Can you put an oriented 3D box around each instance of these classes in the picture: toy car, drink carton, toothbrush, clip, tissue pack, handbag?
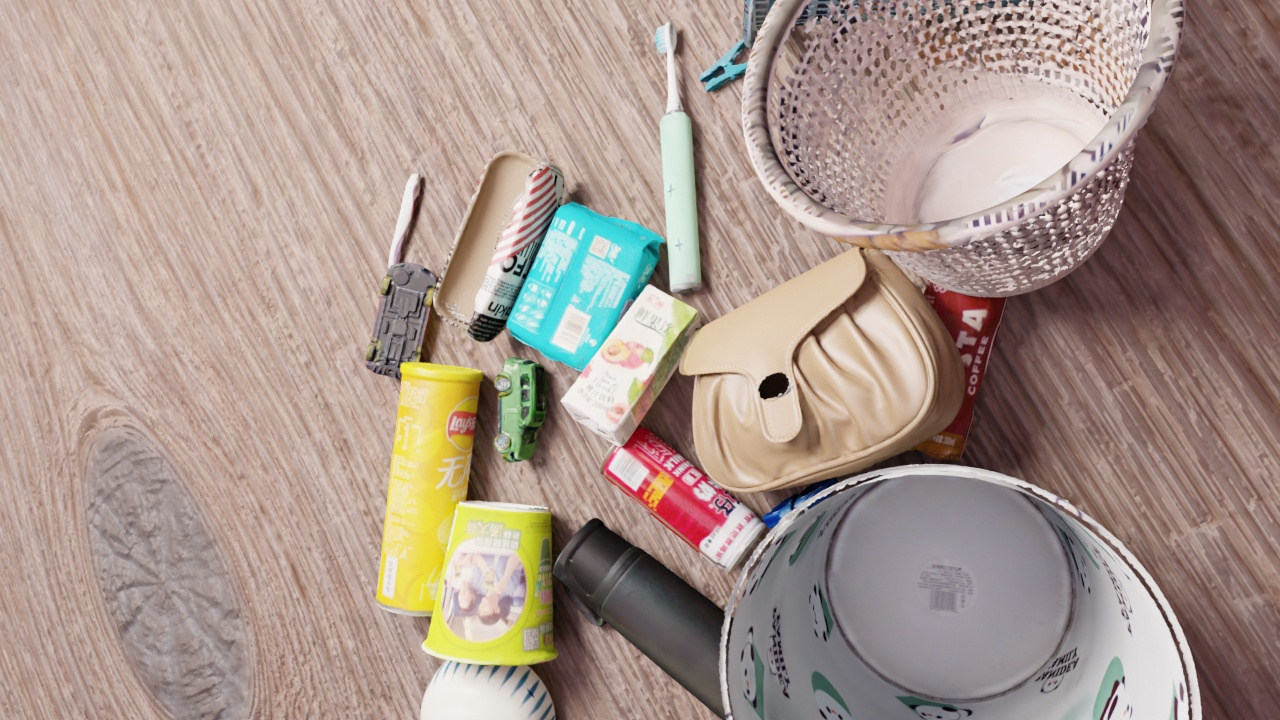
[{"bbox_3d":[-0.215,-0.036,0.831,0.049,0.031,0.106,12,97,-10],"label":"toy car"},{"bbox_3d":[-0.004,0.004,0.734,0.053,0.045,0.122,29,72,22],"label":"drink carton"},{"bbox_3d":[0.030,-0.167,0.753,0.027,0.026,0.224,-5,88,40],"label":"toothbrush"},{"bbox_3d":[0.074,-0.239,0.745,0.056,0.014,0.039,-33,79,17],"label":"clip"},{"bbox_3d":[-0.046,-0.061,0.767,0.093,0.050,0.133,28,98,19],"label":"tissue pack"},{"bbox_3d":[0.118,0.013,0.662,0.205,0.099,0.147,-28,72,38],"label":"handbag"},{"bbox_3d":[-0.226,-0.081,0.848,0.017,0.016,0.187,16,95,10],"label":"toothbrush"},{"bbox_3d":[-0.103,0.043,0.790,0.036,0.043,0.091,4,91,18],"label":"toy car"}]

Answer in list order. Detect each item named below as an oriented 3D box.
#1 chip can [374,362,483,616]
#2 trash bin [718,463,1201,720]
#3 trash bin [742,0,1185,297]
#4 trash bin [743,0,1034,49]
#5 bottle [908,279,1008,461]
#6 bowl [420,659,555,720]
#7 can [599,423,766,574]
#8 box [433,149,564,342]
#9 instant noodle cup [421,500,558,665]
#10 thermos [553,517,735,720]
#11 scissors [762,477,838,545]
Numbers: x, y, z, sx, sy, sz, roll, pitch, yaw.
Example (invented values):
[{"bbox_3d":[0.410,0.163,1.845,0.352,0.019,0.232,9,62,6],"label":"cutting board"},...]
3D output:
[{"bbox_3d":[-0.185,0.110,0.803,0.072,0.072,0.213,8,92,19],"label":"chip can"},{"bbox_3d":[0.191,0.166,0.578,0.230,0.251,0.229,0,90,19],"label":"trash bin"},{"bbox_3d":[0.203,-0.138,0.558,0.228,0.192,0.227,-12,67,29],"label":"trash bin"},{"bbox_3d":[0.180,-0.320,0.620,0.195,0.226,0.226,8,92,6],"label":"trash bin"},{"bbox_3d":[0.228,-0.017,0.668,0.057,0.057,0.175,16,95,18],"label":"bottle"},{"bbox_3d":[-0.137,0.310,0.775,0.116,0.066,0.116,5,108,16],"label":"bowl"},{"bbox_3d":[0.033,0.110,0.737,0.133,0.053,0.053,37,101,16],"label":"can"},{"bbox_3d":[-0.126,-0.100,0.785,0.088,0.076,0.163,25,99,21],"label":"box"},{"bbox_3d":[-0.119,0.181,0.767,0.112,0.111,0.123,3,83,19],"label":"instant noodle cup"},{"bbox_3d":[0.038,0.228,0.736,0.242,0.068,0.090,35,132,18],"label":"thermos"},{"bbox_3d":[0.099,0.115,0.653,0.108,0.174,0.012,-36,81,38],"label":"scissors"}]
